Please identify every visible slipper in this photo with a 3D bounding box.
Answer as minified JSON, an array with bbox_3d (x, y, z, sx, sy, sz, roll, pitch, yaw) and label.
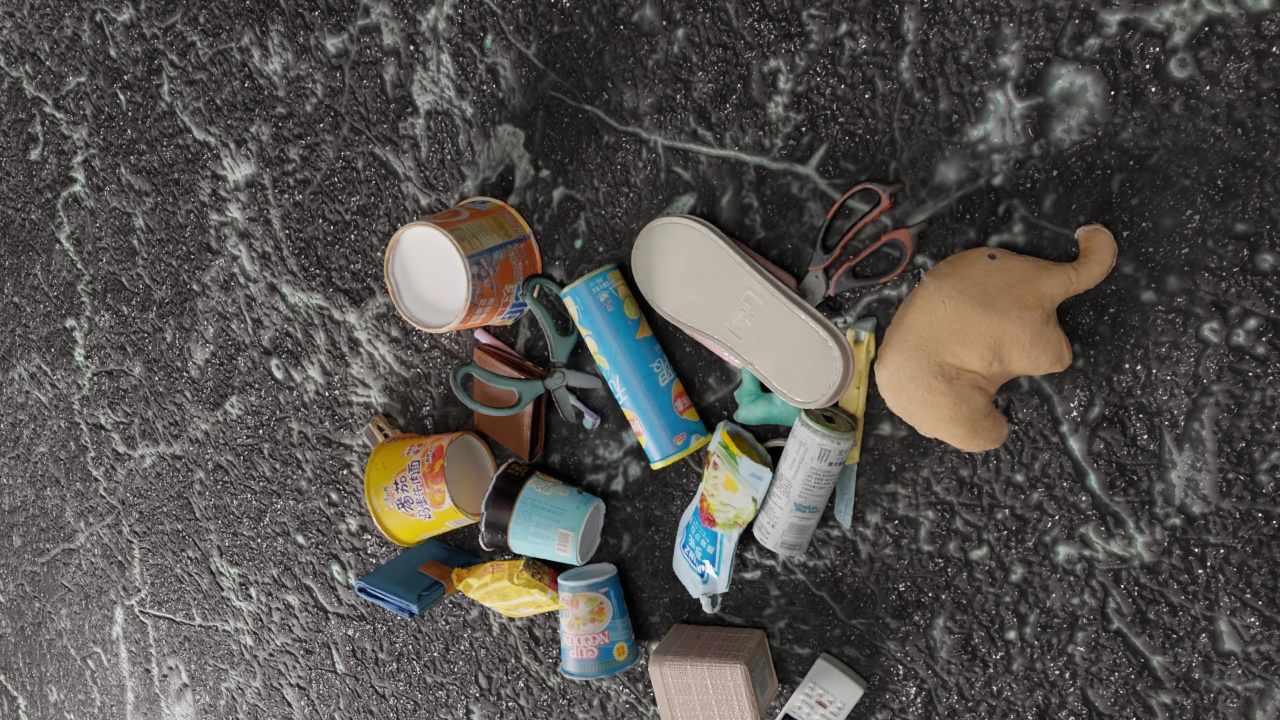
[{"bbox_3d":[0.097,-0.052,0.884,0.274,0.054,0.114,39,118,31],"label":"slipper"}]

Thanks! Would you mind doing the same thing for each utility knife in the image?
[{"bbox_3d":[0.206,0.062,0.892,0.031,0.022,0.220,13,115,32],"label":"utility knife"}]

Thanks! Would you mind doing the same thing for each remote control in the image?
[{"bbox_3d":[0.186,0.384,0.994,0.058,0.021,0.150,33,118,18],"label":"remote control"}]

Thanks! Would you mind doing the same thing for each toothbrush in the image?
[{"bbox_3d":[-0.122,0.018,1.062,0.189,0.021,0.029,36,163,18],"label":"toothbrush"}]

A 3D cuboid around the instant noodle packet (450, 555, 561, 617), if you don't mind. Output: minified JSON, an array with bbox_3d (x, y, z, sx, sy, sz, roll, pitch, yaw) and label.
[{"bbox_3d":[-0.153,0.277,1.123,0.129,0.044,0.111,-17,134,33],"label":"instant noodle packet"}]

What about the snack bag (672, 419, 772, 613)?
[{"bbox_3d":[0.080,0.165,0.956,0.110,0.038,0.191,45,125,47],"label":"snack bag"}]

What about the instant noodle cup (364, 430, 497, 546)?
[{"bbox_3d":[-0.246,0.148,1.111,0.110,0.137,0.138,-16,97,25],"label":"instant noodle cup"}]

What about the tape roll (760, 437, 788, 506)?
[{"bbox_3d":[0.150,0.121,0.939,0.086,0.013,0.086,9,110,28],"label":"tape roll"}]

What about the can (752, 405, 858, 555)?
[{"bbox_3d":[0.158,0.116,0.889,0.058,0.058,0.147,27,116,21],"label":"can"}]

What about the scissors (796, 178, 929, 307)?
[{"bbox_3d":[0.181,-0.067,0.863,0.193,0.015,0.207,8,108,28],"label":"scissors"}]

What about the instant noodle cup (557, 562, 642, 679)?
[{"bbox_3d":[-0.055,0.299,1.070,0.099,0.099,0.110,-7,94,31],"label":"instant noodle cup"}]

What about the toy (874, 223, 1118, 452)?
[{"bbox_3d":[0.293,-0.031,0.777,0.143,0.082,0.226,35,116,11],"label":"toy"}]

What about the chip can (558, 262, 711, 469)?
[{"bbox_3d":[-0.006,0.006,0.959,0.071,0.071,0.210,-29,90,33],"label":"chip can"}]

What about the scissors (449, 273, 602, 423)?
[{"bbox_3d":[-0.119,-0.015,0.999,0.019,0.170,0.179,172,103,-69],"label":"scissors"}]

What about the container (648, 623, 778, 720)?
[{"bbox_3d":[0.083,0.345,1.003,0.111,0.090,0.090,-9,100,28],"label":"container"}]

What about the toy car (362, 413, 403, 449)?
[{"bbox_3d":[-0.324,0.113,1.197,0.090,0.035,0.042,49,123,6],"label":"toy car"}]

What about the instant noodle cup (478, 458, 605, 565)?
[{"bbox_3d":[-0.108,0.181,1.060,0.120,0.111,0.111,13,111,17],"label":"instant noodle cup"}]

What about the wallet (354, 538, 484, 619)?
[{"bbox_3d":[-0.276,0.272,1.159,0.106,0.132,0.040,14,111,27],"label":"wallet"}]

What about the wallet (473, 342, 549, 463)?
[{"bbox_3d":[-0.154,0.049,1.070,0.101,0.032,0.125,27,126,29],"label":"wallet"}]

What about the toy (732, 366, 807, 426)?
[{"bbox_3d":[0.131,0.040,0.914,0.092,0.030,0.096,-4,111,28],"label":"toy"}]

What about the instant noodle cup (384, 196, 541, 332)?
[{"bbox_3d":[-0.201,-0.100,1.016,0.151,0.111,0.151,9,109,28],"label":"instant noodle cup"}]
